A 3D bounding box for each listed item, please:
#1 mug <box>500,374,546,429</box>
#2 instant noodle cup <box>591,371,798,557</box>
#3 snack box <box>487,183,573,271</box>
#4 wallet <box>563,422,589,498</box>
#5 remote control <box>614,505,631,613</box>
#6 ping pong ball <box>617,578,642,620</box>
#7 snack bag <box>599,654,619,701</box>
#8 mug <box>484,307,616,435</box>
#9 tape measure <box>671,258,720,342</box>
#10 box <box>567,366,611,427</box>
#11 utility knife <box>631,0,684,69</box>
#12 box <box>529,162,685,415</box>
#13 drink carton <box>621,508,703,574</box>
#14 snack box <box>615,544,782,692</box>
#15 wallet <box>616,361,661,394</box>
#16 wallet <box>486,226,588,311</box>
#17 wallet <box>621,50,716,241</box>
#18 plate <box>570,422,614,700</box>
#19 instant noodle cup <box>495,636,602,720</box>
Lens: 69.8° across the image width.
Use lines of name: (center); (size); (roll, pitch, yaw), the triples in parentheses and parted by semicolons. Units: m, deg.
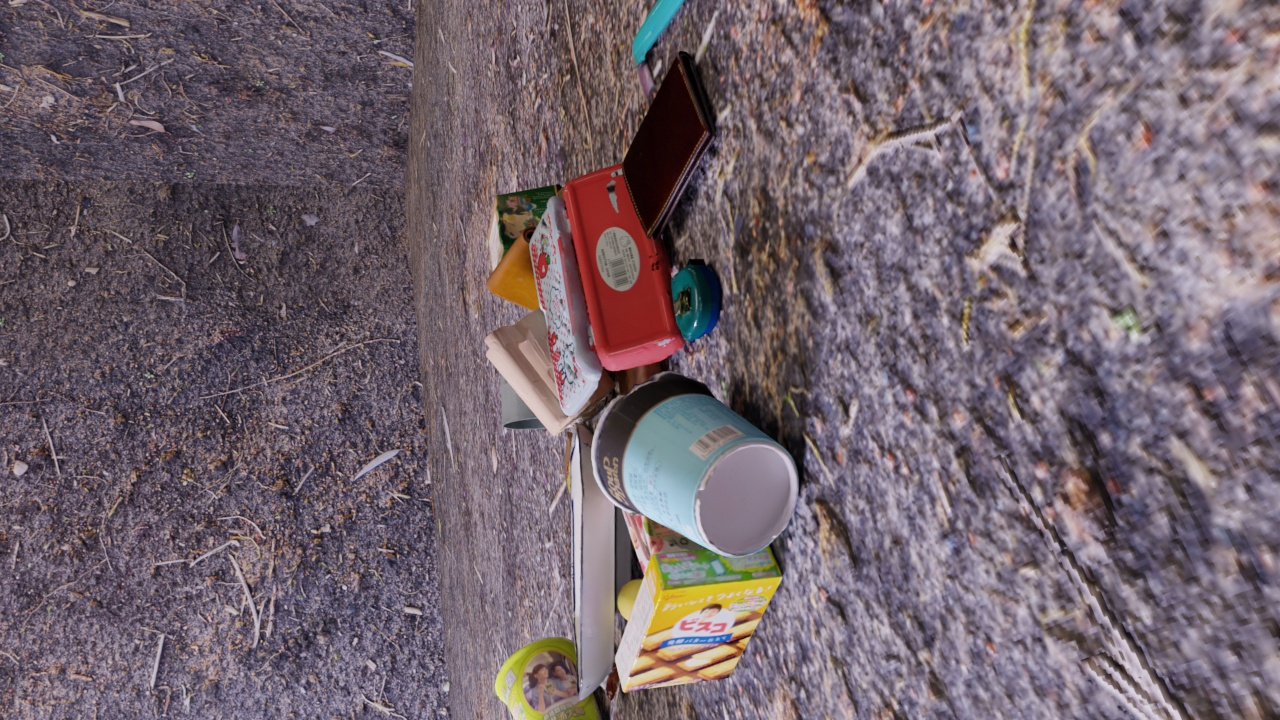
mug: (-0.121, 0.026, 1.143); (0.124, 0.083, 0.103); (-18, 72, 43)
instant noodle cup: (0.042, 0.075, 0.617); (0.120, 0.111, 0.111); (26, 117, 59)
snack box: (-0.117, -0.132, 1.045); (0.118, 0.105, 0.118); (116, 148, -56)
wallet: (-0.064, 0.136, 1.039); (0.115, 0.033, 0.090); (-111, 25, -52)
remote control: (-0.026, 0.187, 0.946); (0.056, 0.019, 0.135); (-160, 69, -70)
ping pong ball: (-0.001, 0.221, 0.842); (0.040, 0.040, 0.040); (177, 91, -72)
snack bag: (-0.044, 0.321, 1.004); (0.105, 0.026, 0.045); (-125, 46, -57)
mug: (-0.090, 0.011, 0.873); (0.103, 0.084, 0.124); (51, -168, 3)
tape measure: (0.041, -0.047, 0.711); (0.055, 0.025, 0.058); (136, 129, -67)
box: (-0.083, 0.018, 1.008); (0.086, 0.075, 0.162); (60, 169, -13)
utility knife: (0.022, -0.289, 0.758); (0.185, 0.013, 0.029); (161, 103, -72)
box: (-0.043, -0.068, 0.806); (0.158, 0.069, 0.201); (-31, 56, 28)
drink carton: (0.013, 0.137, 0.783); (0.122, 0.045, 0.054); (-113, 27, -48)
snack box: (0.038, 0.184, 0.651); (0.033, 0.086, 0.141); (-110, 26, -45)
wallet: (-0.005, 0.005, 0.868); (0.115, 0.020, 0.101); (118, 146, -61)
wallet: (-0.091, -0.083, 0.970); (0.131, 0.119, 0.035); (-37, 38, 58)
wallet: (0.021, -0.171, 0.744); (0.123, 0.020, 0.096); (123, 139, -48)
plate: (-0.047, 0.193, 0.888); (0.162, 0.034, 0.266); (-130, 40, -79)
instant noodle cup: (-0.098, 0.406, 1.063); (0.123, 0.111, 0.112); (-131, 41, -51)
